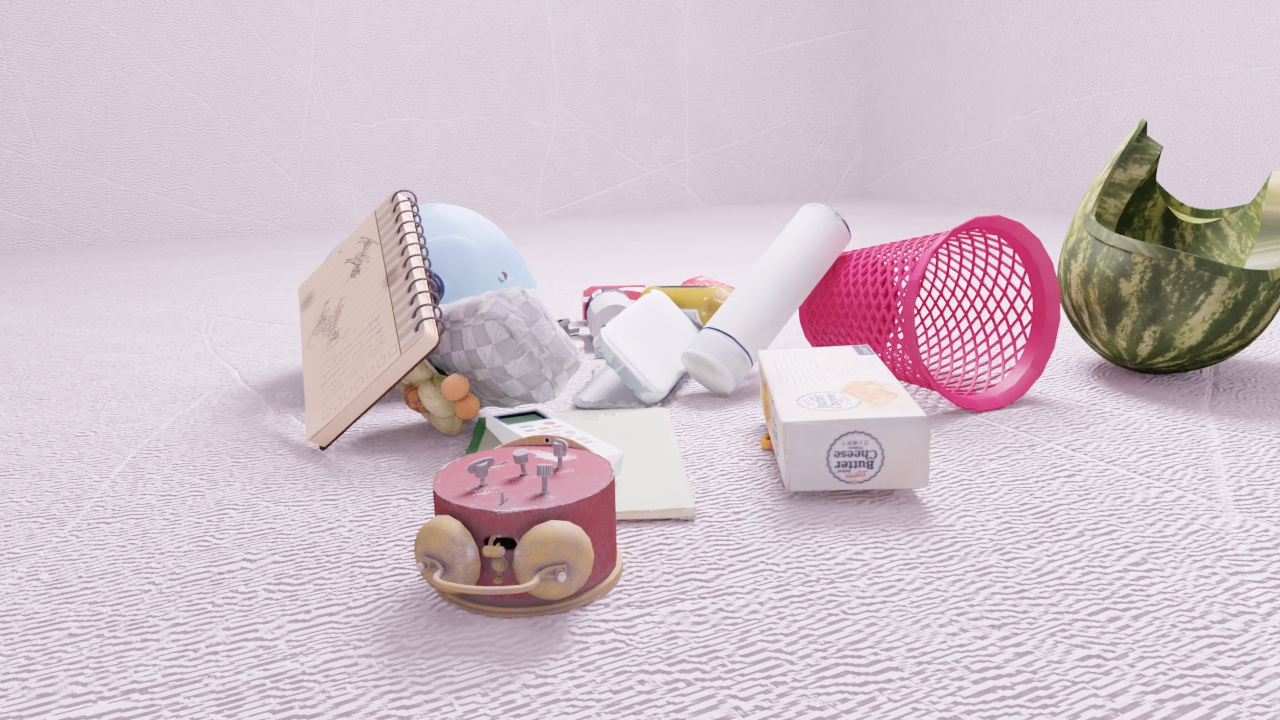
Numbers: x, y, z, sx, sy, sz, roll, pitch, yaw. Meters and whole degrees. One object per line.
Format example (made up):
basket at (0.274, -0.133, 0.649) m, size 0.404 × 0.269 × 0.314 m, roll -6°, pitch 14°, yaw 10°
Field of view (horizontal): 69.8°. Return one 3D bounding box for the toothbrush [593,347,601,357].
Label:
toothbrush at (0.010, -0.012, 1.113) m, size 0.135 × 0.017 × 0.021 m, roll 0°, pitch 18°, yaw -5°

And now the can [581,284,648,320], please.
can at (-0.034, -0.080, 1.305) m, size 0.096 × 0.054 × 0.054 m, roll -1°, pitch 14°, yaw -1°

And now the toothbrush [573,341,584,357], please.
toothbrush at (-0.094, 0.010, 1.035) m, size 0.016 × 0.018 × 0.180 m, roll 1°, pitch 17°, yaw 14°

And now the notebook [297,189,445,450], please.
notebook at (-0.255, -0.048, 0.846) m, size 0.024 × 0.168 × 0.225 m, roll 35°, pitch 23°, yaw -42°

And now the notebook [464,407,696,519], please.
notebook at (-0.057, 0.080, 0.756) m, size 0.182 × 0.010 × 0.252 m, roll -2°, pitch 14°, yaw -3°

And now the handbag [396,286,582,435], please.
handbag at (-0.145, 0.003, 0.814) m, size 0.172 × 0.112 × 0.123 m, roll -10°, pitch 31°, yaw 46°

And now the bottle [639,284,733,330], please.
bottle at (0.073, -0.062, 1.077) m, size 0.053 × 0.053 × 0.186 m, roll -12°, pitch 11°, yaw -37°

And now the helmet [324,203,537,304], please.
helmet at (-0.262, -0.080, 1.035) m, size 0.265 × 0.167 × 0.226 m, roll -28°, pitch 0°, yaw -27°

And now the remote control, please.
remote control at (-0.069, 0.069, 0.724) m, size 0.049 × 0.024 × 0.143 m, roll -6°, pitch 15°, yaw -34°

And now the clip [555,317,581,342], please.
clip at (-0.109, -0.035, 1.185) m, size 0.101 × 0.038 × 0.054 m, roll -13°, pitch 6°, yaw -36°

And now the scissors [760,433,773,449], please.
scissors at (0.165, 0.072, 0.768) m, size 0.125 × 0.011 × 0.129 m, roll -3°, pitch 16°, yaw 0°

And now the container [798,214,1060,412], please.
container at (0.281, -0.053, 0.961) m, size 0.183 × 0.183 × 0.226 m, roll -8°, pitch 8°, yaw -24°

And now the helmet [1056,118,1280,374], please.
helmet at (0.557, -0.102, 0.963) m, size 0.213 × 0.246 × 0.243 m, roll 23°, pitch -16°, yaw 24°

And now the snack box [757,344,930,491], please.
snack box at (0.156, 0.041, 0.749) m, size 0.104 × 0.057 × 0.207 m, roll -3°, pitch 15°, yaw 3°

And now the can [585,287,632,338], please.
can at (-0.036, -0.054, 1.177) m, size 0.064 × 0.064 × 0.127 m, roll -3°, pitch 14°, yaw -6°

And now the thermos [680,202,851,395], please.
thermos at (0.134, -0.066, 0.961) m, size 0.068 × 0.068 × 0.229 m, roll 15°, pitch 58°, yaw 48°

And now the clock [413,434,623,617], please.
clock at (-0.073, 0.095, 0.548) m, size 0.117 × 0.081 × 0.158 m, roll 1°, pitch 14°, yaw 9°

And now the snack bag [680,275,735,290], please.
snack bag at (0.099, -0.063, 1.170) m, size 0.082 × 0.082 × 0.176 m, roll -6°, pitch 14°, yaw -18°

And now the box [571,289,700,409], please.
box at (-0.008, 0.013, 0.984) m, size 0.107 × 0.110 × 0.215 m, roll 44°, pitch 25°, yaw 3°
